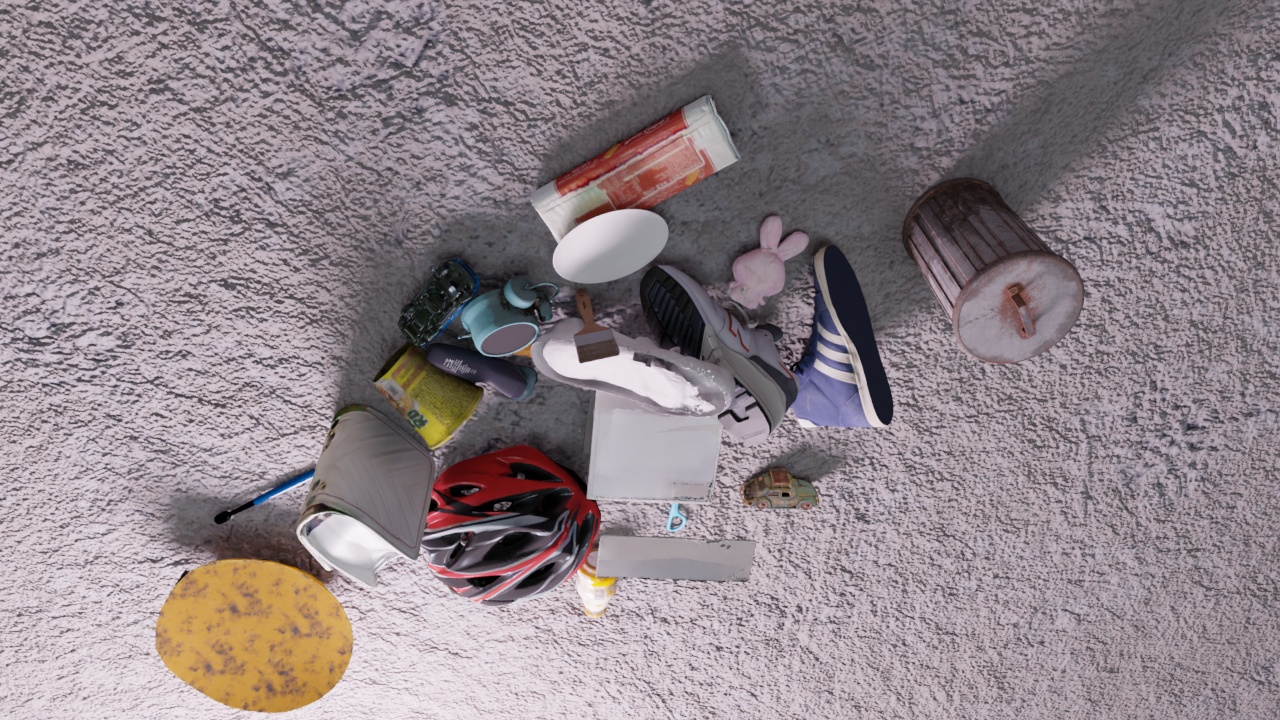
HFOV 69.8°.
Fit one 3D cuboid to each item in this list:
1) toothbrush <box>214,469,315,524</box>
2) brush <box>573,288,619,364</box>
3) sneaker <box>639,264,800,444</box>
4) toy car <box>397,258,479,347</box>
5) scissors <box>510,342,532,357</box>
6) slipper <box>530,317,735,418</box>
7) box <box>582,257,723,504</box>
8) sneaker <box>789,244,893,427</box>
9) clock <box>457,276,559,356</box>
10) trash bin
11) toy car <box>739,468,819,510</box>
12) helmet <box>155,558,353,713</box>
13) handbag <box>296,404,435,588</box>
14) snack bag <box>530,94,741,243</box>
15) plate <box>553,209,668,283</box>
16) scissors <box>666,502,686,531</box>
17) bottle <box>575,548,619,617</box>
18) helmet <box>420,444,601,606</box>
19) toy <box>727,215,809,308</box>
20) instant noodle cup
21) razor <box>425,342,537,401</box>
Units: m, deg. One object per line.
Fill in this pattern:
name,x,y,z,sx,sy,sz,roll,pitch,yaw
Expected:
toothbrush,-0.507,0.184,1.242,0.168,0.014,0.014,-25,89,10
brush,-0.059,-0.043,1.040,0.045,0.143,0.008,-13,127,-6
sneaker,0.105,-0.021,1.089,0.239,0.124,0.089,57,138,9
toy car,-0.233,-0.068,1.065,0.056,0.043,0.120,48,116,4
scissors,-0.133,-0.009,1.140,0.130,0.013,0.070,4,123,-8
slipper,-0.006,0.006,1.053,0.247,0.074,0.112,15,151,25
box,0.006,0.008,1.288,0.169,0.403,0.172,4,124,-7
sneaker,0.216,-0.020,1.124,0.119,0.091,0.233,-12,110,37
clock,-0.148,-0.053,1.066,0.124,0.053,0.090,-29,157,14
trash bin,0.375,-0.099,0.993,0.131,0.210,0.131,-2,125,-3
toy car,0.195,0.177,1.272,0.112,0.047,0.047,2,130,-6
helmet,-0.532,0.370,1.299,0.255,0.131,0.205,24,89,-13
handbag,-0.341,0.164,1.132,0.096,0.198,0.142,-33,120,19
snack bag,-0.006,-0.202,0.998,0.225,0.041,0.077,-27,123,12
plate,-0.034,-0.130,1.030,0.134,0.011,0.135,-15,154,-8
scissors,0.031,0.197,1.295,0.135,0.015,0.136,1,129,4
bottle,-0.064,0.330,1.350,0.063,0.063,0.109,1,125,-6
helmet,-0.184,0.233,1.230,0.273,0.166,0.217,-25,121,27
toy,0.145,-0.113,1.068,0.063,0.047,0.110,33,100,-14
instant noodle cup,-0.262,0.038,1.116,0.102,0.102,0.108,-39,111,21
razor,-0.192,0.011,1.109,0.142,0.052,0.047,21,112,-36
